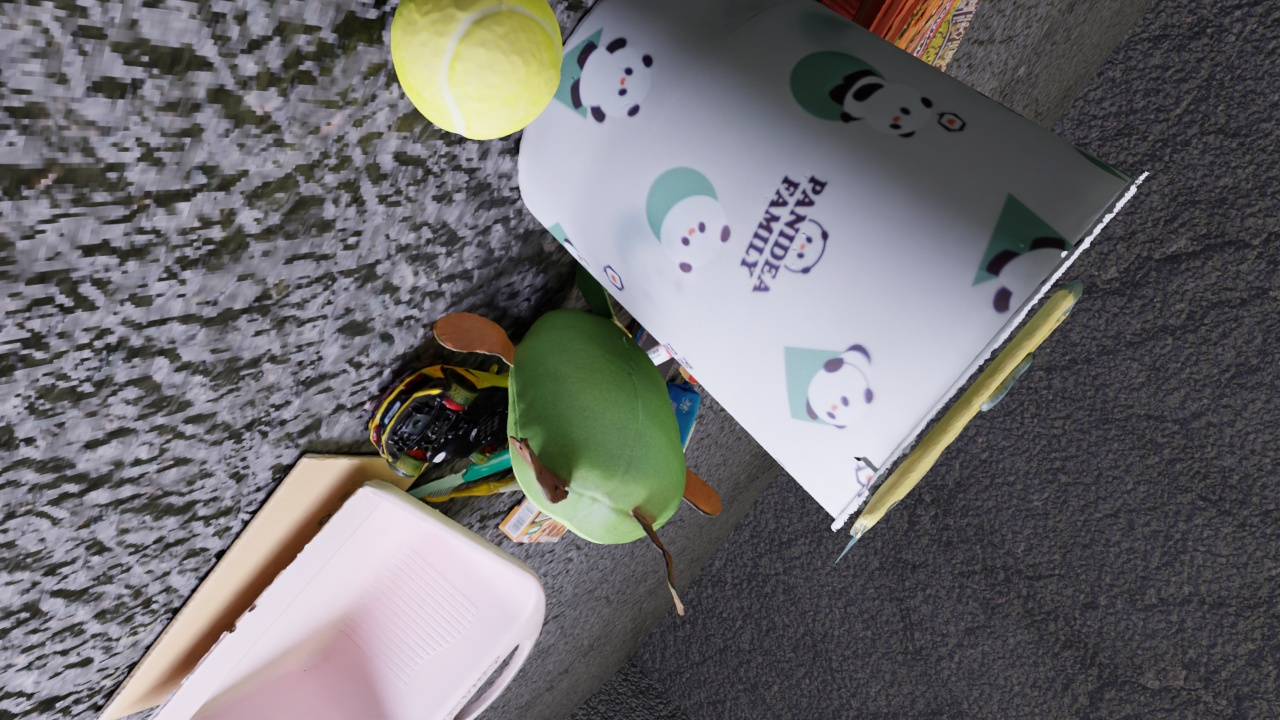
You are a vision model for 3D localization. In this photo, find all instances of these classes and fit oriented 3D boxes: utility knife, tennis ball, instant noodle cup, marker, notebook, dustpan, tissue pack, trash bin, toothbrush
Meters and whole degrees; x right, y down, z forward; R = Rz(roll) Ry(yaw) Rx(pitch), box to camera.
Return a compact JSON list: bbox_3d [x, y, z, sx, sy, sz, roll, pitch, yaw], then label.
[{"bbox_3d":[-0.094,0.070,0.709,0.205,0.013,0.029,-21,153,-24],"label":"utility knife"},{"bbox_3d":[-0.062,-0.119,0.352,0.065,0.065,0.065,-44,163,-17],"label":"tennis ball"},{"bbox_3d":[0.184,-0.251,0.675,0.188,0.079,0.165,-33,158,-46],"label":"instant noodle cup"},{"bbox_3d":[-0.005,0.004,0.771,0.146,0.017,0.017,-27,-177,45],"label":"marker"},{"bbox_3d":[-0.236,0.141,0.598,0.208,0.008,0.147,-50,164,6],"label":"notebook"},{"bbox_3d":[-0.175,0.211,0.661,0.222,0.139,0.273,-49,171,0],"label":"dustpan"},{"bbox_3d":[0.021,0.097,1.037,0.095,0.052,0.156,-63,180,41],"label":"tissue pack"},{"bbox_3d":[0.084,-0.076,0.499,0.229,0.252,0.230,-44,164,-17],"label":"trash bin"},{"bbox_3d":[0.136,0.023,0.394,0.165,0.018,0.031,-43,156,-1],"label":"utility knife"},{"bbox_3d":[-0.126,0.104,0.781,0.018,0.016,0.191,-57,160,10],"label":"toothbrush"}]

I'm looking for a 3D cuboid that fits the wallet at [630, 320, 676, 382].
[{"bbox_3d":[0.005,0.003,0.865,0.096,0.020,0.122,-67,162,2],"label":"wallet"}]

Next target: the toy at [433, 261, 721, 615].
[{"bbox_3d":[-0.030,0.040,0.569,0.090,0.227,0.246,-42,-155,19],"label":"toy"}]

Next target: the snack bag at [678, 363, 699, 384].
[{"bbox_3d":[0.116,-0.049,0.861,0.129,0.073,0.207,-14,-154,24],"label":"snack bag"}]

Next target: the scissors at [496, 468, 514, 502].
[{"bbox_3d":[-0.067,0.068,0.871,0.160,0.014,0.174,-56,162,24],"label":"scissors"}]

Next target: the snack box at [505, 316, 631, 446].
[{"bbox_3d":[-0.061,0.028,0.740,0.086,0.033,0.141,-29,158,-30],"label":"snack box"}]

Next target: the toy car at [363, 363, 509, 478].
[{"bbox_3d":[-0.118,0.036,0.605,0.071,0.041,0.155,-52,162,11],"label":"toy car"}]

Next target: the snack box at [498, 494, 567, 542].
[{"bbox_3d":[-0.095,0.158,0.980,0.075,0.026,0.153,-49,164,-1],"label":"snack box"}]
